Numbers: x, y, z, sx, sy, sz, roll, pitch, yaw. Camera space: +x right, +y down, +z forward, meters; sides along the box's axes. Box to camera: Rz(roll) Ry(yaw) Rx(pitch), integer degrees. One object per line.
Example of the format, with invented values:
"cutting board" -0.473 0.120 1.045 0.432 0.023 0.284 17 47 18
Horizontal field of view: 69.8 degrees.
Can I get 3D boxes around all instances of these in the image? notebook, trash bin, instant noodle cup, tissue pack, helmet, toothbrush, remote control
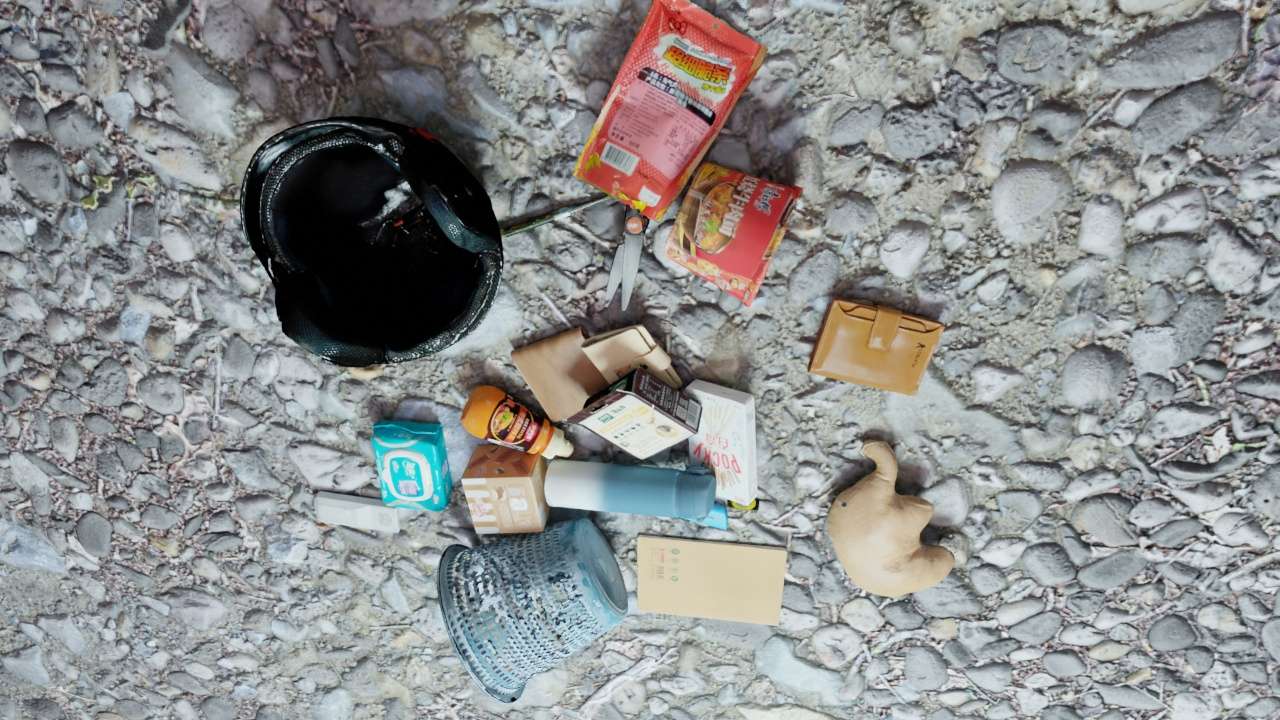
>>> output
"notebook" 0.098 0.314 1.304 0.208 0.008 0.148 4 122 7
"trash bin" -0.132 0.316 1.240 0.195 0.226 0.226 -26 114 8
"instant noodle cup" 0.094 -0.138 0.970 0.108 0.137 0.138 24 122 4
"tissue pack" -0.308 0.140 1.239 0.093 0.050 0.134 3 121 8
"helmet" -0.273 -0.133 0.967 0.234 0.230 0.274 -41 109 12
"toothbrush" -0.095 -0.164 1.043 0.186 0.017 0.012 -16 119 17
"remote control" -0.406 0.219 1.318 0.125 0.024 0.049 6 122 4

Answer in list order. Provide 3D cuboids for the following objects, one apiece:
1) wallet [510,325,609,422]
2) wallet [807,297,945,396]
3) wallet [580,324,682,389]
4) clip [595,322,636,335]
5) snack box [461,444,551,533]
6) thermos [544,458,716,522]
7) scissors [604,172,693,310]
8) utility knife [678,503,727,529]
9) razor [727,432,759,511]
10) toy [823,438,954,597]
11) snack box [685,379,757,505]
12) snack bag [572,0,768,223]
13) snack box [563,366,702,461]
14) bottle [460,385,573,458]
"wallet" -0.094 0.019 1.153 0.101 0.020 0.115 -18 119 18
"wallet" 0.273 -0.016 1.068 0.132 0.031 0.108 13 123 -1
"wallet" -0.007 0.006 1.112 0.087 0.024 0.115 -20 129 20
"clip" -0.029 -0.029 1.111 0.056 0.024 0.026 -24 112 25
"snack box" -0.175 0.170 1.221 0.094 0.076 0.093 -3 120 10
"thermos" -0.012 0.164 1.181 0.221 0.070 0.070 2 121 18
"scissors" 0.012 -0.160 1.004 0.161 0.021 0.234 -8 109 7
"utility knife" 0.021 0.190 1.238 0.203 0.018 0.034 13 122 3
"razor" 0.138 0.140 1.185 0.043 0.028 0.133 7 120 9
"toy" 0.305 0.209 1.173 0.143 0.082 0.226 -22 112 15
"snack box" 0.102 0.103 1.148 0.085 0.026 0.157 15 126 32
"snack bag" 0.025 -0.253 0.928 0.128 0.073 0.208 25 103 -16
"snack box" -0.009 0.066 1.118 0.125 0.053 0.114 34 138 -24
"bottle" -0.154 0.087 1.181 0.149 0.066 0.067 27 121 -16
